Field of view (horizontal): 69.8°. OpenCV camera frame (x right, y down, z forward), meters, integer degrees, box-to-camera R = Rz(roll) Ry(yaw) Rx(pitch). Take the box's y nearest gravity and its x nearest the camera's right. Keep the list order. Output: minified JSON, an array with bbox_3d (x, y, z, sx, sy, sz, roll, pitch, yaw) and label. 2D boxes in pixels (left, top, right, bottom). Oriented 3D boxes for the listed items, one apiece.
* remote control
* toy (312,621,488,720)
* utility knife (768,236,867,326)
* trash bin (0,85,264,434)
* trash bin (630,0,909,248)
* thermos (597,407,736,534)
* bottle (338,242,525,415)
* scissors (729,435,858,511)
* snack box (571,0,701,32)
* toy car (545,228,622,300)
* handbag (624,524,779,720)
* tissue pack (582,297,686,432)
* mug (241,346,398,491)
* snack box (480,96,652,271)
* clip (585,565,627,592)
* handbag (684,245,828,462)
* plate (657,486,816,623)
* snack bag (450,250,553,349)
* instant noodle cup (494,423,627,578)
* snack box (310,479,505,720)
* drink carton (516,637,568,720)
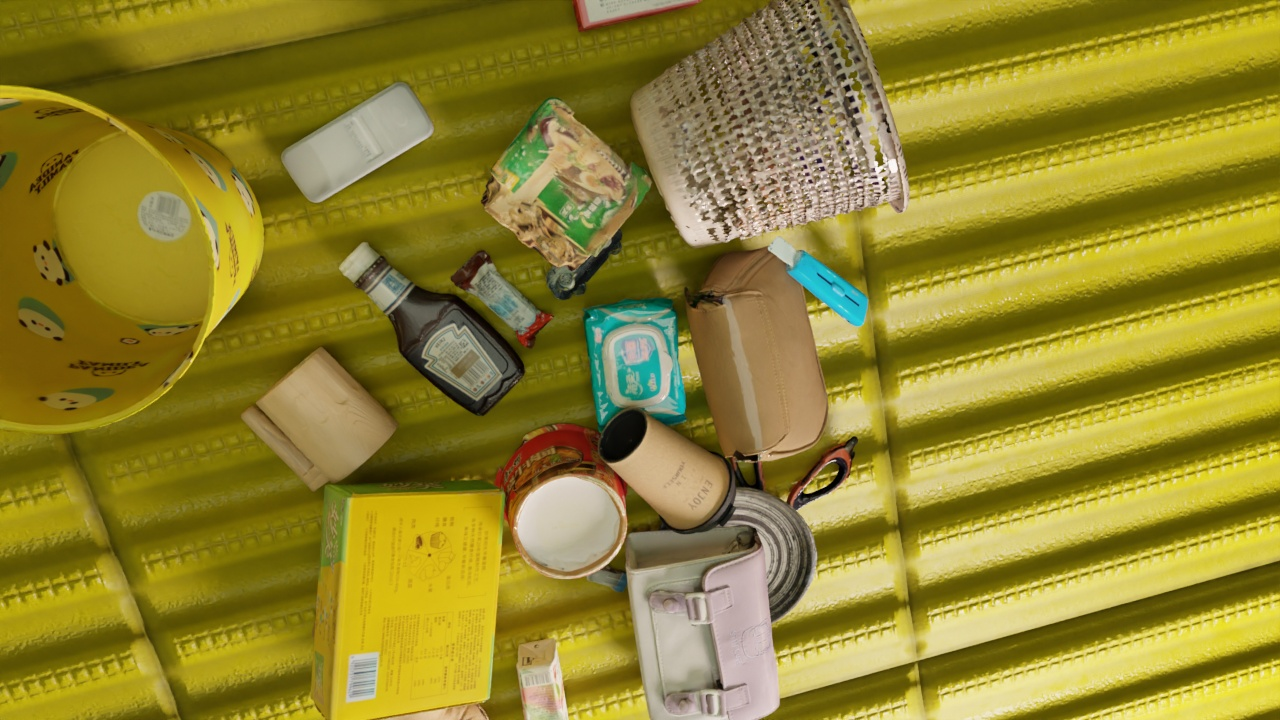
[{"bbox_3d":[-0.258,-0.199,0.838,0.136,0.020,0.056,-31,106,0],"label":"remote control"},{"bbox_3d":[-0.244,0.323,0.944,0.143,0.082,0.226,-27,108,-5],"label":"toy"},{"bbox_3d":[0.173,-0.078,0.890,0.187,0.018,0.034,26,84,-46],"label":"utility knife"},{"bbox_3d":[-0.419,-0.090,0.719,0.229,0.255,0.230,-2,104,-8],"label":"trash bin"},{"bbox_3d":[0.105,-0.201,0.808,0.192,0.227,0.227,-22,107,10],"label":"trash bin"},{"bbox_3d":[0.027,0.108,0.908,0.093,0.093,0.143,-46,126,4],"label":"thermos"},{"bbox_3d":[-0.202,-0.033,0.878,0.080,0.044,0.195,-45,105,4],"label":"bottle"},{"bbox_3d":[0.145,0.151,0.992,0.189,0.015,0.227,41,99,-14],"label":"scissors"},{"bbox_3d":[-0.014,-0.372,0.819,0.113,0.044,0.127,-14,107,-4],"label":"snack box"},{"bbox_3d":[-0.054,-0.097,0.886,0.091,0.043,0.034,-47,73,9],"label":"toy car"},{"bbox_3d":[0.066,0.277,0.953,0.145,0.098,0.197,-10,108,-2],"label":"handbag"},{"bbox_3d":[-0.005,0.005,0.914,0.093,0.050,0.133,-9,106,-7],"label":"tissue pack"},{"bbox_3d":[-0.310,0.060,0.874,0.125,0.084,0.103,-32,107,28],"label":"mug"},{"bbox_3d":[-0.075,-0.159,0.834,0.118,0.105,0.117,39,94,-17],"label":"snack box"},{"bbox_3d":[-0.037,0.231,0.987,0.056,0.026,0.024,27,101,-27],"label":"clip"},{"bbox_3d":[0.108,-0.003,0.887,0.100,0.147,0.204,-6,103,38],"label":"handbag"},{"bbox_3d":[0.099,0.214,0.991,0.179,0.024,0.179,0,108,1],"label":"plate"},{"bbox_3d":[-0.132,-0.058,0.891,0.045,0.026,0.105,-43,106,13],"label":"snack bag"},{"bbox_3d":[-0.072,0.145,0.910,0.138,0.108,0.138,-2,105,-9],"label":"instant noodle cup"},{"bbox_3d":[-0.218,0.220,0.865,0.157,0.070,0.210,3,91,-35],"label":"snack box"},{"bbox_3d":[-0.105,0.369,0.992,0.045,0.053,0.122,-8,106,-3],"label":"drink carton"}]
